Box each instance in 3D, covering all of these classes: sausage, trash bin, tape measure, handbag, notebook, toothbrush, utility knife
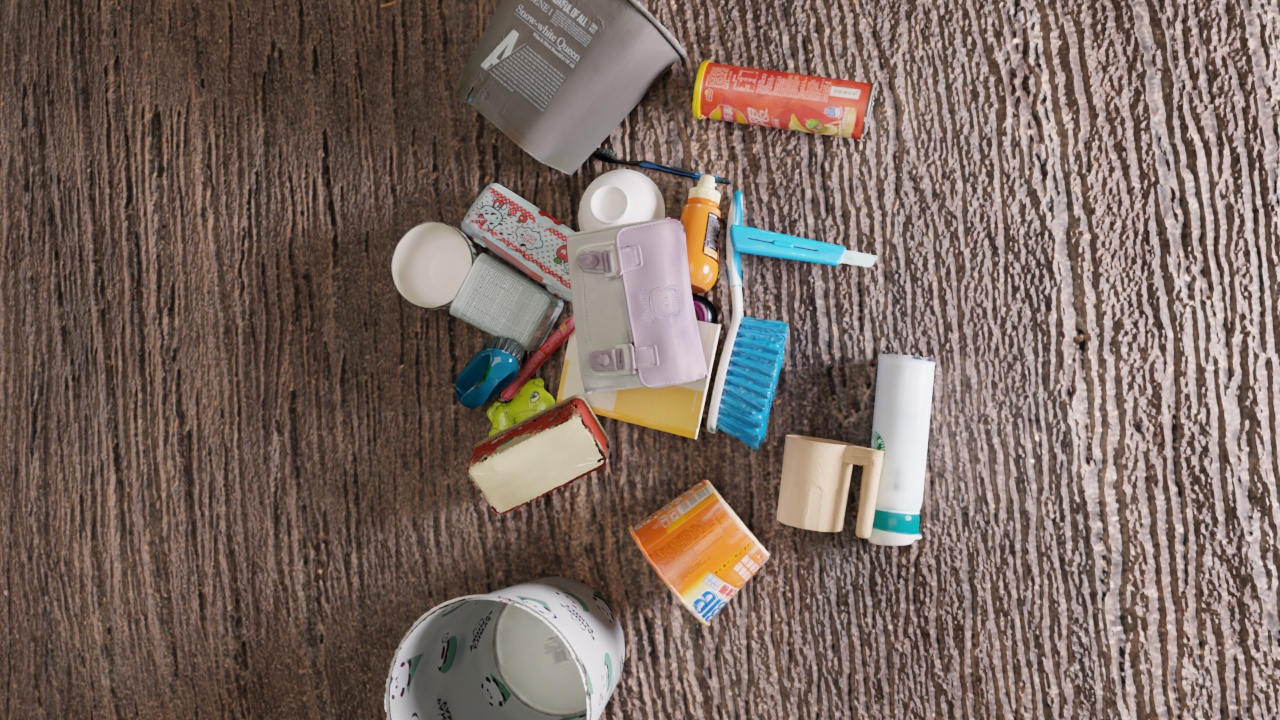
[{"bbox_3d":[-0.132,-0.004,1.196,0.020,0.020,0.156,43,93,11],"label":"sausage"},{"bbox_3d":[-0.135,0.365,1.078,0.230,0.251,0.229,-1,88,13],"label":"trash bin"},{"bbox_3d":[0.067,-0.055,1.161,0.058,0.039,0.057,28,103,19],"label":"tape measure"},{"bbox_3d":[-0.006,-0.063,1.103,0.145,0.098,0.197,-8,89,21],"label":"handbag"},{"bbox_3d":[-0.007,0.007,1.165,0.206,0.010,0.146,13,92,27],"label":"notebook"},{"bbox_3d":[0.028,-0.253,1.194,0.189,0.014,0.016,14,66,12],"label":"toothbrush"},{"bbox_3d":[0.200,-0.137,1.129,0.185,0.018,0.034,9,74,-2],"label":"utility knife"},{"bbox_3d":[-0.094,-0.371,1.143,0.199,0.198,0.220,42,102,11],"label":"trash bin"}]

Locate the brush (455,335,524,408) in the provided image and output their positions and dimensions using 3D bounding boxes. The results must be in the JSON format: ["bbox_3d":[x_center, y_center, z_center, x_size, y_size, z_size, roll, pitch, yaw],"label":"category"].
[{"bbox_3d":[-0.198,0.024,1.169,0.055,0.144,0.073,34,54,-15],"label":"brush"}]

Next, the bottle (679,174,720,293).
[{"bbox_3d":[0.073,-0.163,1.157,0.067,0.067,0.149,9,82,13],"label":"bottle"}]

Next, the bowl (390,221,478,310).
[{"bbox_3d":[-0.266,-0.122,1.227,0.116,0.066,0.116,-1,86,12],"label":"bowl"}]

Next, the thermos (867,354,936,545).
[{"bbox_3d":[0.302,0.106,1.085,0.073,0.073,0.224,5,89,13],"label":"thermos"}]

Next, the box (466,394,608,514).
[{"bbox_3d":[-0.131,0.122,1.163,0.168,0.077,0.091,-27,111,10],"label":"box"}]

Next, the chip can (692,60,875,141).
[{"bbox_3d":[0.176,-0.322,1.133,0.217,0.073,0.073,11,89,13],"label":"chip can"}]

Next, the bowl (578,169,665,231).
[{"bbox_3d":[-0.032,-0.195,1.178,0.118,0.064,0.118,-1,87,12],"label":"bowl"}]

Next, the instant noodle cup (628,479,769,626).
[{"bbox_3d":[0.075,0.222,1.097,0.111,0.151,0.151,-40,79,-1],"label":"instant noodle cup"}]

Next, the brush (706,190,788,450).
[{"bbox_3d":[0.134,-0.053,1.142,0.109,0.060,0.314,13,87,17],"label":"brush"}]

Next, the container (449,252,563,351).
[{"bbox_3d":[-0.170,-0.071,1.194,0.111,0.090,0.090,30,94,9],"label":"container"}]

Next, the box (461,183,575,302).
[{"bbox_3d":[-0.140,-0.153,1.201,0.201,0.047,0.086,33,79,12],"label":"box"}]

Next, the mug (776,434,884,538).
[{"bbox_3d":[0.224,0.148,1.084,0.125,0.084,0.103,8,91,42],"label":"mug"}]

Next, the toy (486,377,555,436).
[{"bbox_3d":[-0.155,0.073,1.210,0.100,0.031,0.096,-6,84,17],"label":"toy"}]
